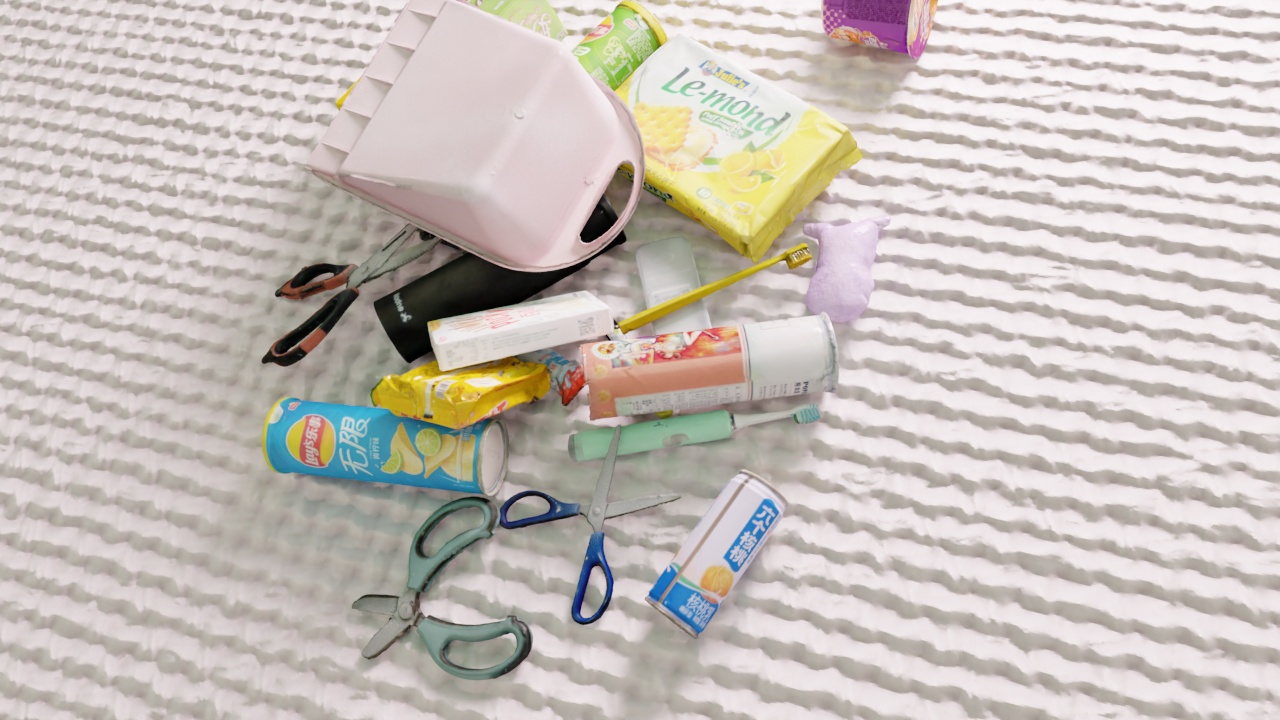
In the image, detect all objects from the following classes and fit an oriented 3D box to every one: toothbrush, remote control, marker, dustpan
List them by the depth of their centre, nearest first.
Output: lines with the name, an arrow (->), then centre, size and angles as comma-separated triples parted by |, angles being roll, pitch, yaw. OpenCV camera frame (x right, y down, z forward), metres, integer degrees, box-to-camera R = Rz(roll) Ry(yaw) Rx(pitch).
toothbrush -> 0.046, 0.061, 0.812 | 0.224, 0.026, 0.027 | -10, 40, 6
toothbrush -> 0.069, -0.064, 0.845 | 0.190, 0.016, 0.016 | -23, 71, -2
marker -> -0.005, 0.005, 0.853 | 0.018, 0.015, 0.124 | -29, 62, -8
dustpan -> -0.141, -0.202, 0.865 | 0.274, 0.139, 0.222 | 26, 81, 31
remote control -> 0.033, -0.055, 0.868 | 0.056, 0.020, 0.135 | -14, 65, 4

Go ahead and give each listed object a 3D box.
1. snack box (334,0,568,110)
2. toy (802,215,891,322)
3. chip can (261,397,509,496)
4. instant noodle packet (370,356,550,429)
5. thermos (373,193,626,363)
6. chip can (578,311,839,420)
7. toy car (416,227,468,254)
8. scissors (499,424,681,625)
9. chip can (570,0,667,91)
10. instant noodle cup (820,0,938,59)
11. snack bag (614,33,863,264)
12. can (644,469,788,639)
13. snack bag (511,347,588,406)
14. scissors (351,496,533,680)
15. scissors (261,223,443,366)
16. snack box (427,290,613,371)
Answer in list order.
snack box -> -0.201, -0.308, 0.967 | 0.158, 0.070, 0.209 | 26, 73, 44
toy -> 0.183, -0.084, 0.844 | 0.084, 0.039, 0.107 | 0, 69, 29
chip can -> -0.229, 0.077, 0.829 | 0.210, 0.071, 0.071 | 4, 67, 12
instant noodle packet -> -0.154, 0.025, 0.808 | 0.111, 0.128, 0.044 | 7, 105, 29
thermos -> -0.138, -0.091, 0.894 | 0.242, 0.068, 0.090 | -29, 55, -5
chip can -> 0.058, 0.006, 0.797 | 0.215, 0.071, 0.071 | -7, 65, 1
toy car -> -0.191, -0.138, 0.935 | 0.091, 0.043, 0.034 | 21, 30, 20
scissors -> -0.048, 0.136, 0.789 | 0.162, 0.012, 0.173 | 8, 80, 22
chip can -> -0.070, -0.278, 0.957 | 0.072, 0.073, 0.221 | 39, 78, 23
instant noodle cup -> 0.242, -0.366, 0.927 | 0.099, 0.111, 0.111 | 14, 69, 26
snack bag -> 0.071, -0.209, 0.903 | 0.246, 0.068, 0.158 | 37, 78, 22
can -> 0.064, 0.157, 0.751 | 0.053, 0.053, 0.134 | 33, 76, 21
snack bag -> -0.090, 0.003, 0.862 | 0.104, 0.026, 0.048 | 37, 69, 22
scissors -> -0.158, 0.211, 0.784 | 0.181, 0.019, 0.170 | 40, 82, 21
scissors -> -0.289, -0.075, 0.903 | 0.227, 0.015, 0.188 | -3, 54, 33
snack box -> -0.110, -0.029, 0.830 | 0.156, 0.085, 0.027 | -12, 109, -15
